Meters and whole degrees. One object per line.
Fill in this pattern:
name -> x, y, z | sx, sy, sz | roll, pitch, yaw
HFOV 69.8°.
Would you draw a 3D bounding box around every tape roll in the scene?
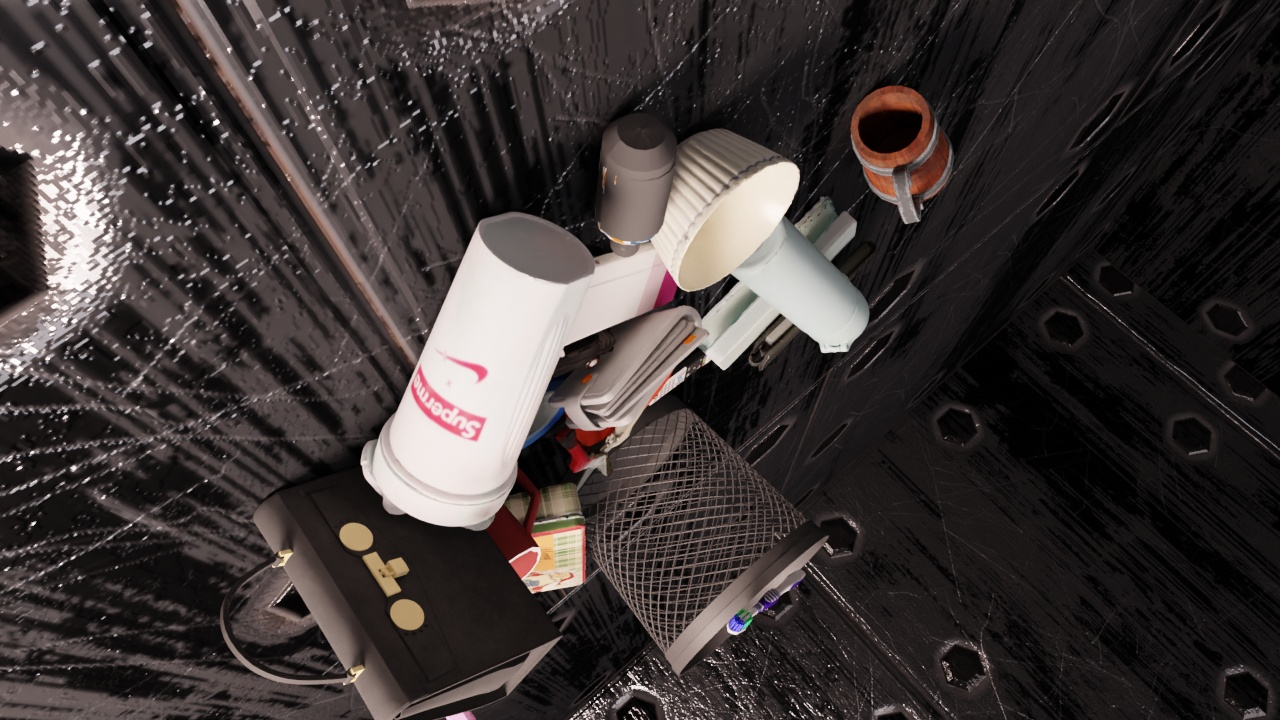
tape roll -> -0.095, 0.043, 0.756 | 0.092, 0.016, 0.092 | -26, 154, -42

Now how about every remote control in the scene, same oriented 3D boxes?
remote control -> 0.054, 0.004, 0.980 | 0.124, 0.012, 0.028 | -36, 160, -20

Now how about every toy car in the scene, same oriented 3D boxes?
toy car -> -0.059, -0.011, 0.678 | 0.092, 0.040, 0.037 | -24, 152, -44

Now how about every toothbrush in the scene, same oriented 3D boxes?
toothbrush -> 0.129, 0.234, 0.908 | 0.186, 0.015, 0.016 | -9, 137, -59

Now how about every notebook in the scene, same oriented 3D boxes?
notebook -> 0.187, -0.055, 1.039 | 0.169, 0.029, 0.209 | -44, 171, 0

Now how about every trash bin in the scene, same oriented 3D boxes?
trash bin -> 0.048, 0.184, 1.015 | 0.217, 0.227, 0.218 | -38, 160, -16

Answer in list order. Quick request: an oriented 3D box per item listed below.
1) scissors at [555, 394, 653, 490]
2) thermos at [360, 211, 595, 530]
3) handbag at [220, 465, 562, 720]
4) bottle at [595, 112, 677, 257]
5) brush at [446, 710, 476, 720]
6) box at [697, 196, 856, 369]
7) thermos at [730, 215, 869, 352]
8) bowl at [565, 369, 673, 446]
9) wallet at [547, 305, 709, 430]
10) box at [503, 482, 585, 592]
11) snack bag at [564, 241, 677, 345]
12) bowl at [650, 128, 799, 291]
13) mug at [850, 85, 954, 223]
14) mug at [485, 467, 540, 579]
scissors -> -0.031, 0.069, 0.831 | 0.179, 0.015, 0.198 | -46, 162, 10
thermos -> -0.105, 0.014, 0.582 | 0.099, 0.099, 0.221 | -19, 144, -50
handbag -> -0.178, 0.153, 0.590 | 0.072, 0.175, 0.195 | -50, 156, 21
bottle -> -0.005, -0.105, 0.579 | 0.046, 0.047, 0.113 | -35, 159, -24
brush -> -0.175, 0.279, 0.779 | 0.089, 0.228, 0.043 | -43, 153, -1
box -> 0.137, -0.074, 0.930 | 0.199, 0.067, 0.083 | -47, 142, 5
thermos -> 0.147, -0.070, 0.837 | 0.065, 0.077, 0.206 | -6, 159, 34
bowl -> -0.024, 0.024, 0.829 | 0.121, 0.035, 0.122 | -38, 160, -16
wallet -> -0.004, 0.005, 0.709 | 0.115, 0.037, 0.118 | -8, -144, 54
box -> -0.113, 0.186, 0.912 | 0.117, 0.050, 0.206 | -11, 153, -11
snack bag -> -0.017, -0.054, 0.678 | 0.196, 0.016, 0.070 | -27, 141, -53
bowl -> 0.049, -0.112, 0.646 | 0.115, 0.062, 0.115 | -37, 160, -16
mug -> 0.235, -0.175, 0.818 | 0.082, 0.117, 0.111 | -11, 168, 23
mug -> -0.132, 0.140, 0.764 | 0.116, 0.096, 0.081 | -35, 159, -24
